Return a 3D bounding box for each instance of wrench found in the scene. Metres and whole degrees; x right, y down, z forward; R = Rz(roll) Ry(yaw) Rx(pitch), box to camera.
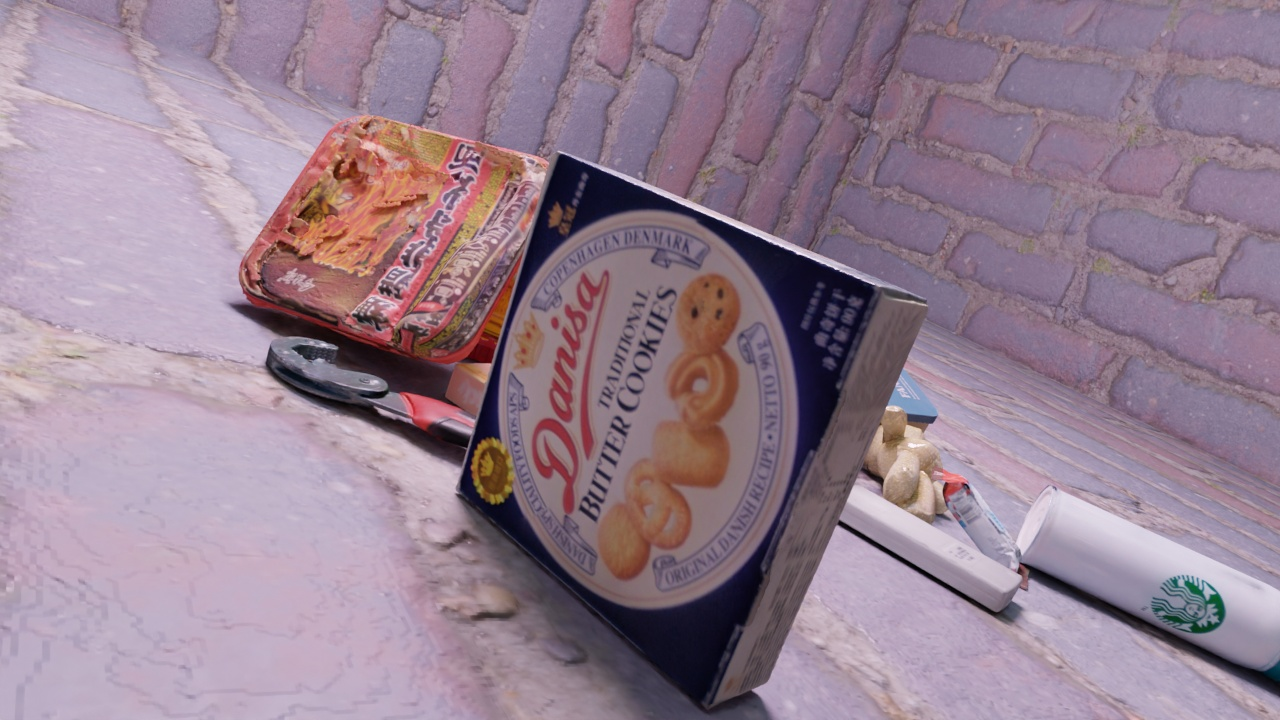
[{"bbox_3d":[-0.093,0.040,0.520,0.273,0.016,0.056,21,16,9],"label":"wrench"}]

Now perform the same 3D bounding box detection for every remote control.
[{"bbox_3d":[0.196,0.128,0.643,0.135,0.019,0.056,29,15,29],"label":"remote control"}]

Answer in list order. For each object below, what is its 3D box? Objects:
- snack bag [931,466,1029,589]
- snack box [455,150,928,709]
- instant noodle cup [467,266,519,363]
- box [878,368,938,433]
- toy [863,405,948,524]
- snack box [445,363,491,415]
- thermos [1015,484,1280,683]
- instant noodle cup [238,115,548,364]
[{"bbox_3d":[0.258,0.124,0.696,0.104,0.026,0.048,55,22,8],"label":"snack bag"},{"bbox_3d":[0.007,0.022,0.406,0.182,0.178,0.045,30,19,36],"label":"snack box"},{"bbox_3d":[-0.086,-0.060,0.724,0.116,0.124,0.116,22,13,-2],"label":"instant noodle cup"},{"bbox_3d":[0.219,0.026,0.921,0.089,0.060,0.184,5,32,-24],"label":"box"},{"bbox_3d":[0.218,0.091,0.763,0.105,0.066,0.157,54,17,-4],"label":"toy"},{"bbox_3d":[-0.048,0.031,0.630,0.084,0.026,0.157,29,14,30],"label":"snack box"},{"bbox_3d":[0.406,0.174,0.695,0.224,0.073,0.073,25,13,14],"label":"thermos"},{"bbox_3d":[-0.159,-0.077,0.628,0.189,0.164,0.079,19,-23,17],"label":"instant noodle cup"}]
